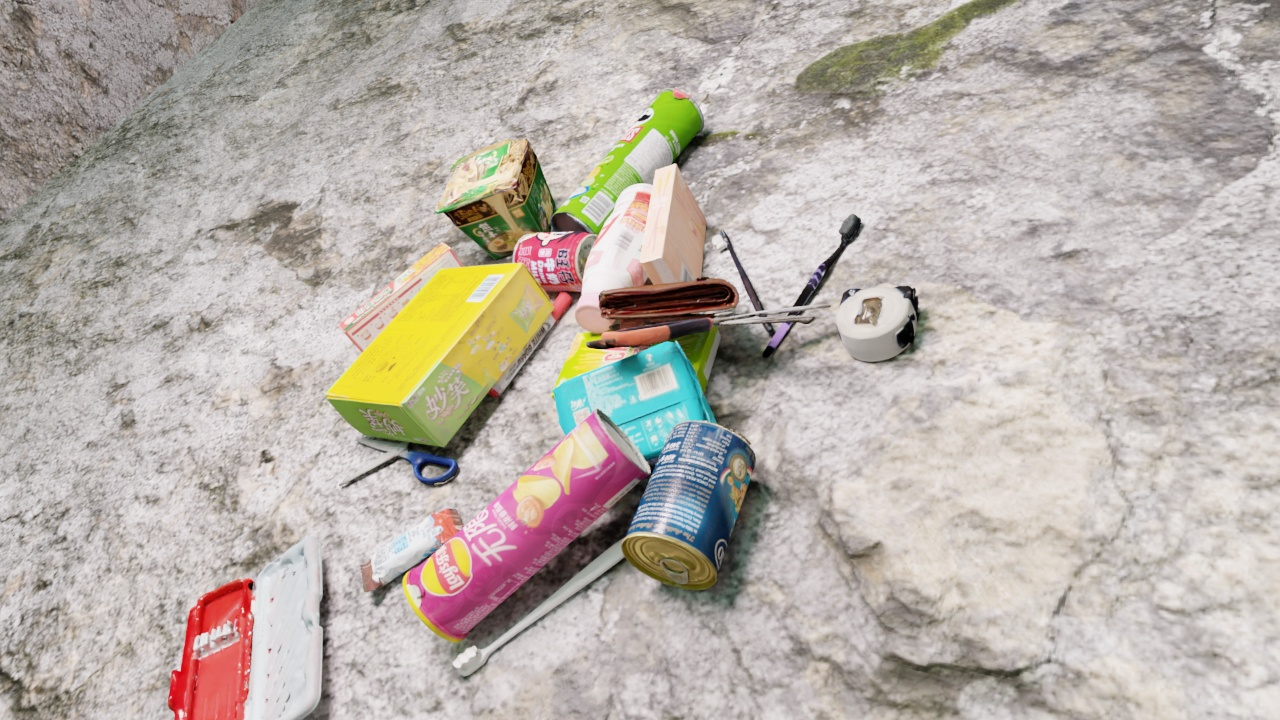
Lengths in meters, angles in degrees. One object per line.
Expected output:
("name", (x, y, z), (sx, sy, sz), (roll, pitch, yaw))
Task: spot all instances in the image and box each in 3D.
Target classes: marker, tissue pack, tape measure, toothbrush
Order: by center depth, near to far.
("toothbrush", (-0.074, 0.194, 0.741), (0.180, 0.016, 0.016), (-36, 42, -6))
("tape measure", (0.203, -0.032, 0.789), (0.066, 0.033, 0.065), (-4, 46, 31))
("tissue pack", (-0.008, 0.048, 0.799), (0.133, 0.050, 0.093), (-21, 76, 10))
("toothbrush", (0.164, -0.074, 0.872), (0.014, 0.017, 0.188), (16, 59, 41))
("toothbrush", (0.102, -0.080, 0.918), (0.018, 0.015, 0.181), (-31, 38, 10))
("marker", (-0.119, -0.018, 0.991), (0.017, 0.017, 0.145), (10, 55, 39))

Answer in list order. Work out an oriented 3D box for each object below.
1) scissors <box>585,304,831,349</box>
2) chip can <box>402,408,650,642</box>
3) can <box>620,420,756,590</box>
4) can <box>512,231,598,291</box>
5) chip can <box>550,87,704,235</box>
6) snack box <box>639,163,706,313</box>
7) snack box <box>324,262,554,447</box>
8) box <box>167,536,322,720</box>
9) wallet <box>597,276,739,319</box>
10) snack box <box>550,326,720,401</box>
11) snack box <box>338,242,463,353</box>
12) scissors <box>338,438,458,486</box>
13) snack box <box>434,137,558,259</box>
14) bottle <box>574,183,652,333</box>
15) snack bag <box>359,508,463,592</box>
("scissors", (0.054, -0.033, 0.813), (0.225, 0.015, 0.189), (-9, 8, -13))
("chip can", (-0.091, 0.133, 0.743), (0.210, 0.071, 0.071), (-42, 39, 4))
("can", (0.039, 0.110, 0.711), (0.075, 0.075, 0.110), (-1, 48, 32))
("can", (-0.088, -0.111, 1.029), (0.094, 0.066, 0.066), (5, 51, 35))
("chip can", (-0.013, -0.228, 1.101), (0.072, 0.072, 0.235), (14, 57, 41))
("snack box", (0.037, -0.125, 0.951), (0.026, 0.084, 0.157), (-15, 41, 23))
("snack box", (-0.214, -0.011, 0.984), (0.158, 0.070, 0.209), (2, 48, 44))
("box", (-0.347, 0.265, 0.823), (0.158, 0.039, 0.201), (-28, 39, 2))
("wallet", (0.023, -0.057, 0.843), (0.124, 0.032, 0.101), (-7, 4, -5))
("snack box", (-0.005, 0.005, 0.887), (0.157, 0.026, 0.085), (-5, 45, 29))
("snack box", (-0.269, -0.061, 1.083), (0.155, 0.077, 0.027), (-41, 40, -12))
("scissors", (-0.238, 0.091, 0.957), (0.162, 0.012, 0.174), (-45, 40, -14))
("snack box", (-0.171, -0.194, 1.140), (0.118, 0.105, 0.118), (-15, 41, 22))
("bottle", (-0.019, -0.107, 0.972), (0.068, 0.068, 0.196), (-5, 42, 28))
("snack bag", (-0.210, 0.173, 0.841), (0.104, 0.026, 0.048), (-35, 33, -4))
